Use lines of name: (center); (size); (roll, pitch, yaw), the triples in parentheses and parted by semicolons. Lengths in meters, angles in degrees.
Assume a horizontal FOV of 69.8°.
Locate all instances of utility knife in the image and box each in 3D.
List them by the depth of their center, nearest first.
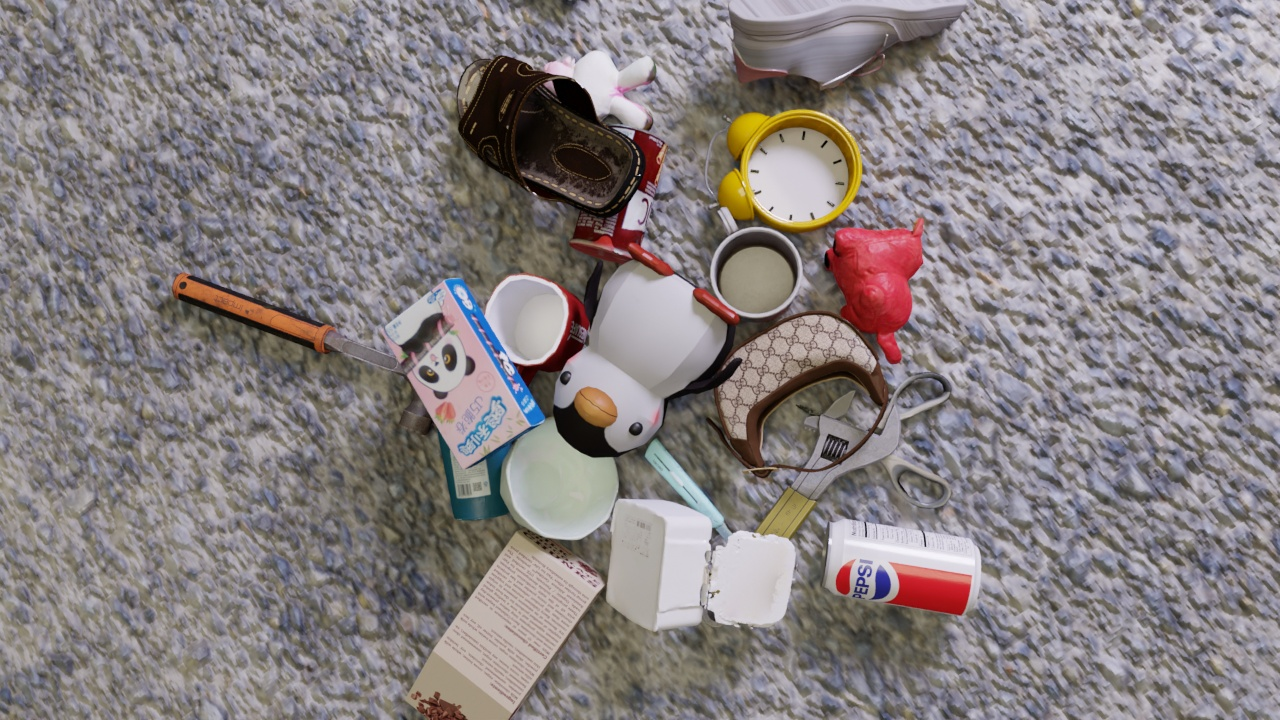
utility knife: (0.055, 0.134, 0.888); (0.141, 0.015, 0.022); (48, 109, 13)

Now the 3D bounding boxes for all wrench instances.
wrench: (0.147, 0.145, 0.873); (0.083, 0.018, 0.273); (35, 93, 17)

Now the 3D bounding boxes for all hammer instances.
hammer: (-0.340, -0.041, 0.952); (0.314, 0.035, 0.137); (19, 89, 9)

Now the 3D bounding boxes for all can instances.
can: (0.235, 0.188, 0.838); (0.132, 0.070, 0.070); (8, 87, 8)

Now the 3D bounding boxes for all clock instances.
clock: (0.138, -0.182, 0.886); (0.152, 0.052, 0.113); (9, 88, 4)

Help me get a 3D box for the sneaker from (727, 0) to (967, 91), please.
sneaker: (0.192, -0.309, 0.877); (0.236, 0.090, 0.099); (-9, 50, -11)

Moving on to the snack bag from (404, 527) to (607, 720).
snack bag: (-0.132, 0.273, 0.884); (0.094, 0.070, 0.206); (35, 92, 9)

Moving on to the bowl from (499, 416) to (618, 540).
bowl: (-0.085, 0.117, 0.882); (0.117, 0.061, 0.117); (9, 71, -29)

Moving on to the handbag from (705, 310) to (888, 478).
handbag: (0.145, 0.037, 0.856); (0.166, 0.063, 0.138); (-29, 71, 8)

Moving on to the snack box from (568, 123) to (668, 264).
snack box: (-0.020, -0.161, 0.896); (0.072, 0.072, 0.121); (15, 87, 9)

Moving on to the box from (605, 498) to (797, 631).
box: (0.062, 0.189, 0.848); (0.131, 0.152, 0.107); (2, 93, -33)

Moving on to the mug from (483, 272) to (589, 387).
mug: (-0.104, -0.019, 0.885); (0.080, 0.096, 0.116); (20, 89, 9)

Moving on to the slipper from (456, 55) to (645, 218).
slipper: (-0.102, -0.221, 0.872); (0.268, 0.075, 0.113); (39, 101, 33)

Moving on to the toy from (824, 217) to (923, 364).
toy: (0.235, -0.065, 0.852); (0.094, 0.088, 0.133); (-15, 85, -4)

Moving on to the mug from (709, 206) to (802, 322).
mug: (0.104, -0.091, 0.873); (0.084, 0.070, 0.113); (-27, 83, 5)

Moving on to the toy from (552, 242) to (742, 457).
toy: (-0.005, 0.005, 0.850); (0.159, 0.140, 0.184); (36, 94, 8)

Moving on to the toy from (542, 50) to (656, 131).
toy: (-0.042, -0.273, 0.923); (0.123, 0.038, 0.079); (15, 101, 8)

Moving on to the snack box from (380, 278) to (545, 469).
snack box: (-0.162, 0.013, 0.834); (0.088, 0.033, 0.154); (-33, 86, 23)

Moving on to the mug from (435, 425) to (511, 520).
mug: (-0.160, 0.092, 0.899); (0.078, 0.078, 0.121); (-6, 89, 7)

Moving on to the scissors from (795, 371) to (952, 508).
scissors: (0.233, 0.072, 0.874); (0.171, 0.012, 0.157); (39, 94, 10)
